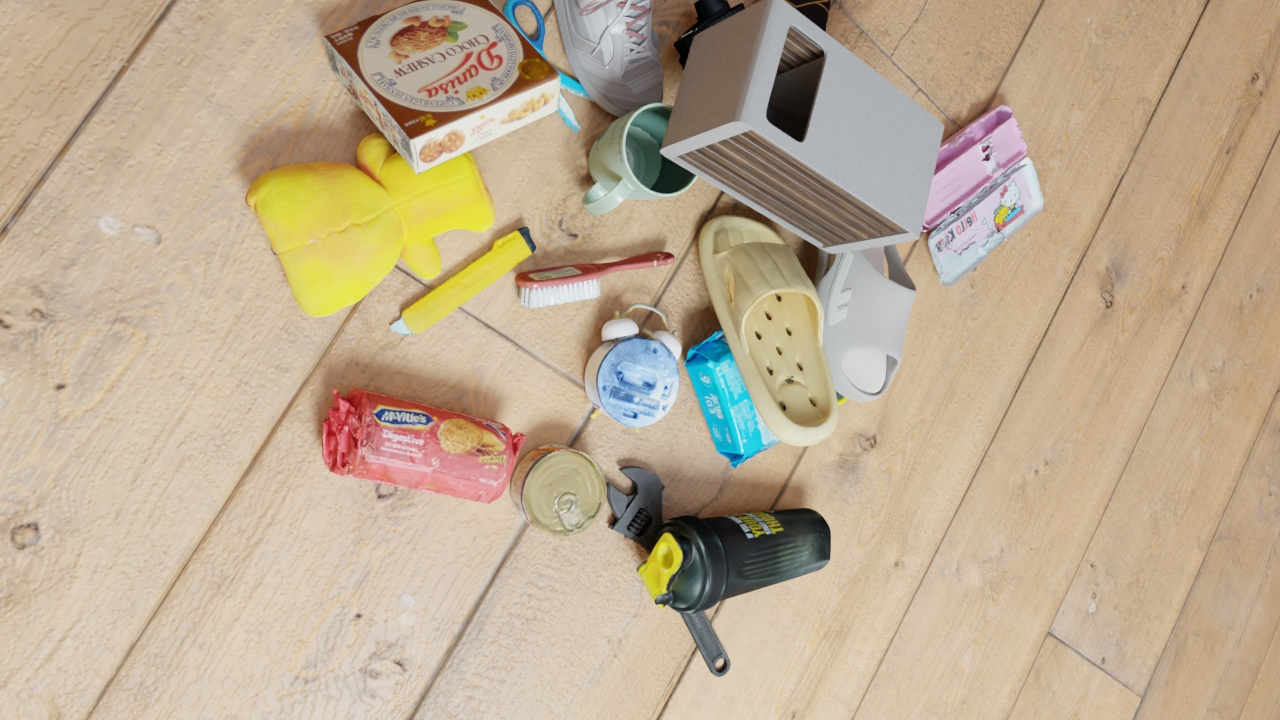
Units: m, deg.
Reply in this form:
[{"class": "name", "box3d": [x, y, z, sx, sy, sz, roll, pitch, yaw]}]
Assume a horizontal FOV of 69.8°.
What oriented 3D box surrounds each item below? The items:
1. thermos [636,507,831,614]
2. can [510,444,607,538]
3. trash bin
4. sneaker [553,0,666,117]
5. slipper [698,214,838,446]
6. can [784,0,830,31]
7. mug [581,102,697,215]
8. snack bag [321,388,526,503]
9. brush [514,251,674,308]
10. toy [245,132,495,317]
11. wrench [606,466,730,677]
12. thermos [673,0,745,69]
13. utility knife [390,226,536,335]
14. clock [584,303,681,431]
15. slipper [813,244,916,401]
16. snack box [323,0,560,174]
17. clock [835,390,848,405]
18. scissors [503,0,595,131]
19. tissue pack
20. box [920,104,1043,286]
[{"class": "thermos", "box3d": [0.100, 0.202, 0.953, 0.220, 0.098, 0.098, -2, 95, -38]}, {"class": "can", "box3d": [-0.080, 0.126, 0.892, 0.086, 0.043, 0.086, -2, 95, -26]}, {"class": "trash bin", "box3d": [0.150, -0.201, 0.832, 0.228, 0.115, 0.114, 23, 76, -31]}, {"class": "sneaker", "box3d": [-0.022, -0.341, 0.852, 0.099, 0.090, 0.236, -29, 106, -28]}, {"class": "slipper", "box3d": [0.141, -0.045, 0.912, 0.111, 0.079, 0.261, -5, 68, -25]}, {"class": "can", "box3d": [0.164, -0.390, 0.954, 0.071, 0.072, 0.128, 9, 90, -27]}, {"class": "mug", "box3d": [-0.011, -0.181, 0.866, 0.084, 0.104, 0.111, 45, 74, -22]}, {"class": "snack bag", "box3d": [-0.193, 0.080, 0.814, 0.176, 0.082, 0.082, 15, 87, -26]}, {"class": "brush", "box3d": [-0.042, -0.080, 0.900, 0.172, 0.041, 0.030, -13, 117, -27]}, {"class": "toy", "box3d": [-0.217, -0.123, 0.781, 0.193, 0.087, 0.134, -28, 110, -22]}, {"class": "wrench", "box3d": [0.035, 0.228, 0.973, 0.073, 0.018, 0.273, -34, 109, -21]}, {"class": "thermos", "box3d": [0.104, -0.269, 0.926, 0.086, 0.086, 0.198, -38, 109, -19]}, {"class": "utility knife", "box3d": [-0.163, -0.072, 0.850, 0.158, 0.017, 0.030, -39, 105, -19]}, {"class": "clock", "box3d": [-0.005, 0.005, 0.914, 0.088, 0.052, 0.125, 19, 85, -26]}, {"class": "slipper", "box3d": [0.245, -0.093, 0.979, 0.112, 0.081, 0.265, 14, 70, -33]}, {"class": "snack box", "box3d": [-0.166, -0.243, 0.776, 0.143, 0.041, 0.147, -31, 67, -22]}, {"class": "clock", "box3d": [0.195, 0.001, 1.011, 0.083, 0.057, 0.119, 14, 82, -26]}, {"class": "scissors", "box3d": [-0.092, -0.283, 0.871, 0.139, 0.013, 0.117, 15, 83, -27]}, {"class": "tissue pack", "box3d": [0.108, 0.029, 0.966, 0.092, 0.062, 0.144, -27, 107, -26]}, {"class": "box", "box3d": [0.403, -0.201, 1.109, 0.201, 0.037, 0.153, -36, 111, -20]}]
